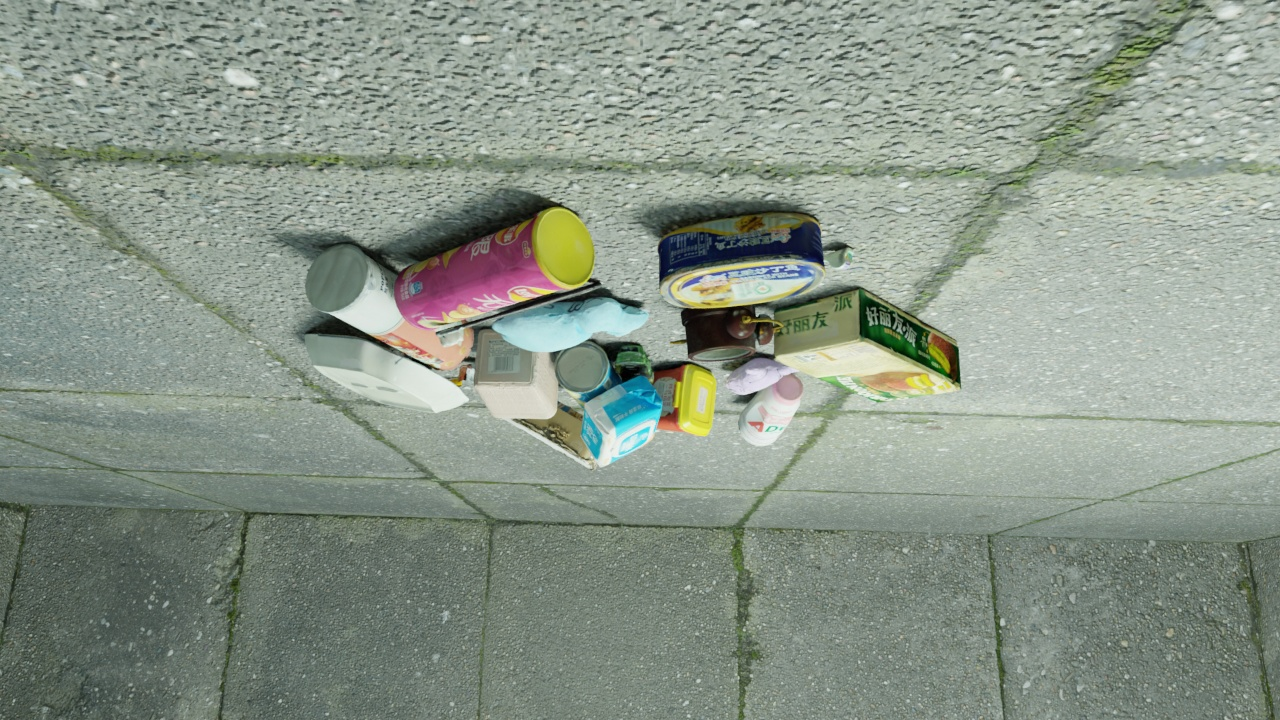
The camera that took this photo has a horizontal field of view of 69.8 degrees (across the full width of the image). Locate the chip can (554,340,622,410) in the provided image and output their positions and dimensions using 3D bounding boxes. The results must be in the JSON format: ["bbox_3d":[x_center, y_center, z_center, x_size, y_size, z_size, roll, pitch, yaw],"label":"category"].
[{"bbox_3d":[-0.058,0.038,1.239,0.071,0.071,0.210,-1,163,9],"label":"chip can"}]

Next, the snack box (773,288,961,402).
[{"bbox_3d":[0.266,-0.010,1.058,0.115,0.063,0.239,-13,158,42],"label":"snack box"}]

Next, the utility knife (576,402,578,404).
[{"bbox_3d":[-0.095,0.034,1.327,0.029,0.013,0.216,0,161,1],"label":"utility knife"}]

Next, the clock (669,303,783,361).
[{"bbox_3d":[0.097,-0.034,0.997,0.122,0.055,0.082,-12,166,35],"label":"clock"}]

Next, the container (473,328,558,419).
[{"bbox_3d":[-0.156,0.014,1.148,0.090,0.089,0.111,1,160,5],"label":"container"}]

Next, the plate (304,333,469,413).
[{"bbox_3d":[-0.324,0.021,1.135,0.266,0.034,0.162,5,156,49],"label":"plate"}]

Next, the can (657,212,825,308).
[{"bbox_3d":[0.088,-0.087,0.815,0.148,0.049,0.075,-6,151,11],"label":"can"}]

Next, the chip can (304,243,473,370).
[{"bbox_3d":[-0.256,-0.050,0.971,0.071,0.071,0.214,-4,163,18],"label":"chip can"}]

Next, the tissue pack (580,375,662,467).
[{"bbox_3d":[-0.024,0.081,1.189,0.089,0.063,0.140,-27,160,-19],"label":"tissue pack"}]

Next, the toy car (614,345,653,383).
[{"bbox_3d":[-0.007,0.007,1.188,0.043,0.036,0.091,-2,161,7],"label":"toy car"}]

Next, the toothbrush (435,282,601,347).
[{"bbox_3d":[-0.119,-0.050,0.928,0.180,0.018,0.016,-21,-176,-21],"label":"toothbrush"}]

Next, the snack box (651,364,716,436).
[{"bbox_3d":[0.052,0.055,1.255,0.080,0.091,0.082,-2,165,38],"label":"snack box"}]

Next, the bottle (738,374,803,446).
[{"bbox_3d":[0.191,0.069,1.328,0.068,0.068,0.197,3,160,-4],"label":"bottle"}]

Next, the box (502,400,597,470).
[{"bbox_3d":[-0.132,0.086,1.316,0.184,0.061,0.090,31,168,9],"label":"box"}]

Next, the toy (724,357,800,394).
[{"bbox_3d":[0.154,0.021,1.214,0.083,0.039,0.108,-1,164,-20],"label":"toy"}]

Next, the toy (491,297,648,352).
[{"bbox_3d":[-0.083,-0.039,1.024,0.157,0.049,0.161,-21,160,37],"label":"toy"}]

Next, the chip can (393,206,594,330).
[{"bbox_3d":[-0.141,-0.080,0.855,0.211,0.071,0.071,-13,158,40],"label":"chip can"}]

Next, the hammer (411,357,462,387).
[{"bbox_3d":[-0.292,0.006,1.227,0.128,0.032,0.301,7,163,-16],"label":"hammer"}]

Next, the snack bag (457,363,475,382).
[{"bbox_3d":[-0.197,0.017,1.254,0.104,0.026,0.048,1,152,-16],"label":"snack bag"}]

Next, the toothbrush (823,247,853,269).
[{"bbox_3d":[0.125,-0.081,0.913,0.190,0.029,0.020,-12,116,42],"label":"toothbrush"}]
